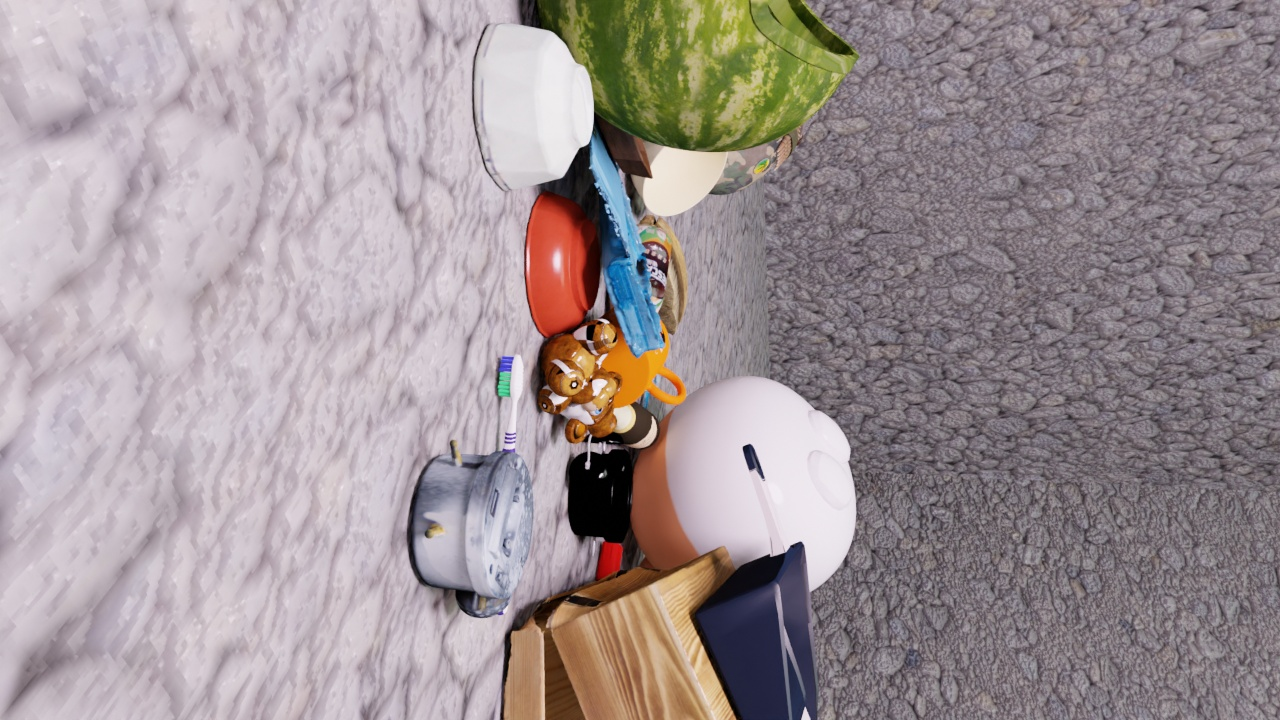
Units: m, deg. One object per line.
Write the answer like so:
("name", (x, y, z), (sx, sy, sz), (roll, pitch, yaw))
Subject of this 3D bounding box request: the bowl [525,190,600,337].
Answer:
("bowl", (-0.060, -0.079, 0.765), (0.122, 0.035, 0.122), (2, 89, -78))

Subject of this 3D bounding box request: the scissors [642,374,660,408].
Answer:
("scissors", (0.010, 0.008, 1.160), (0.137, 0.012, 0.127), (-47, 138, -70))

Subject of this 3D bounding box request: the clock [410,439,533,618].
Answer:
("clock", (-0.098, 0.107, 0.571), (0.129, 0.052, 0.090), (73, 22, -54))

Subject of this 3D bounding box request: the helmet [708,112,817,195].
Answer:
("helmet", (0.118, -0.325, 1.170), (0.236, 0.193, 0.224), (-63, 156, 8))

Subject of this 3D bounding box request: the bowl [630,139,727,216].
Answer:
("bowl", (0.031, -0.236, 1.053), (0.074, 0.118, 0.118), (50, -12, 31))

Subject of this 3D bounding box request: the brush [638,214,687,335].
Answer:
("brush", (0.022, -0.095, 1.093), (0.196, 0.059, 0.043), (78, 29, -53))

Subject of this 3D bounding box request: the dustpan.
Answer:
("dustpan", (0.118, 0.212, 0.790), (0.273, 0.080, 0.236), (65, 12, 9))

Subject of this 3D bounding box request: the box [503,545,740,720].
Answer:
("box", (-0.003, 0.302, 0.788), (0.258, 0.221, 0.279), (68, 14, 11))

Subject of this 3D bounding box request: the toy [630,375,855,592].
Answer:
("toy", (0.114, 0.163, 1.079), (0.265, 0.282, 0.262), (45, 32, -22))

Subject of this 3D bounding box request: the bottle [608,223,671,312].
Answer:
("bottle", (-0.006, -0.061, 0.963), (0.059, 0.059, 0.166), (66, 31, -63))

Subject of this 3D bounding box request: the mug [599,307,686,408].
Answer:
("mug", (-0.005, 0.005, 0.861), (0.078, 0.112, 0.095), (-53, 179, 19))

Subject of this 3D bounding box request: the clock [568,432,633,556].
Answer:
("clock", (-0.038, 0.116, 0.870), (0.091, 0.042, 0.121), (-63, 152, -64))

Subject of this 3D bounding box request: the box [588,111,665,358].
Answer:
("box", (-0.023, -0.130, 0.815), (0.231, 0.033, 0.175), (-97, 171, -61))

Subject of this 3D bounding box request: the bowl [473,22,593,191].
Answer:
("bowl", (-0.069, -0.180, 0.651), (0.117, 0.061, 0.117), (3, 89, -78))

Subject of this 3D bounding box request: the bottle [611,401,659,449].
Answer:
("bottle", (-0.018, 0.060, 0.949), (0.184, 0.045, 0.045), (44, 48, -74))

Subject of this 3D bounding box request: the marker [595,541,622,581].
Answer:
("marker", (-0.039, 0.255, 0.930), (0.023, 0.021, 0.144), (31, 52, -32))

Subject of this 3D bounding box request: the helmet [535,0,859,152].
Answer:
("helmet", (0.039, -0.283, 0.702), (0.212, 0.243, 0.247), (-60, 144, -61))

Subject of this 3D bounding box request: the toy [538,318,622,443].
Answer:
("toy", (-0.047, 0.022, 0.773), (0.087, 0.067, 0.113), (-53, 138, -27))

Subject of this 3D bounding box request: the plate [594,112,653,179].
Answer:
("plate", (-0.024, -0.230, 0.855), (0.131, 0.025, 0.131), (-19, 89, -82))

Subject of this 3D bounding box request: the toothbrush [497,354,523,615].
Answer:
("toothbrush", (-0.097, 0.089, 0.658), (0.015, 0.016, 0.186), (7, 87, -78))
